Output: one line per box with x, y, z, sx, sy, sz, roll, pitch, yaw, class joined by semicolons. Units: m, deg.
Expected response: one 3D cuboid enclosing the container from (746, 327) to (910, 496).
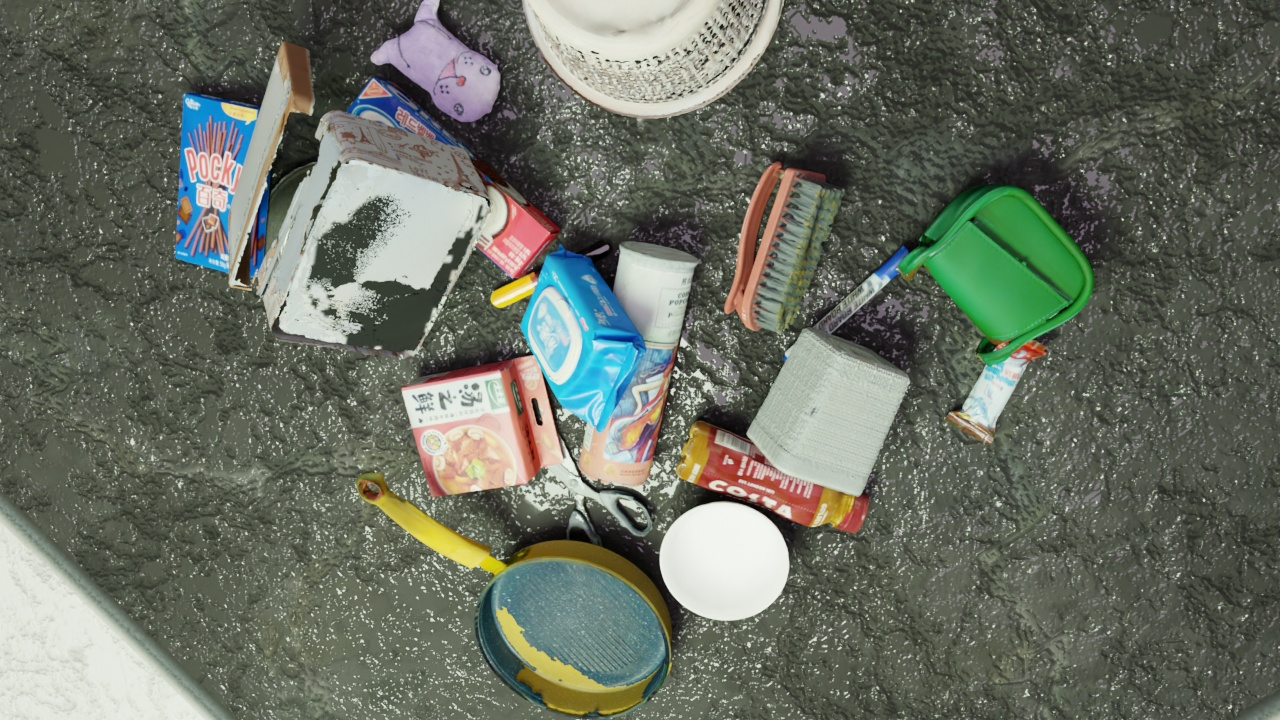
0.165;0.041;0.803;0.090;0.090;0.114;18;104;-21;container

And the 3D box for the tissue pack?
-0.054;-0.021;0.795;0.052;0.157;0.095;-1;132;-35;tissue pack

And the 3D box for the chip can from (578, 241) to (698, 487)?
-0.005;0.005;0.833;0.071;0.071;0.215;13;106;4;chip can

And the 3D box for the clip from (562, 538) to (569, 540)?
-0.054;0.195;0.903;0.057;0.015;0.049;19;113;3;clip

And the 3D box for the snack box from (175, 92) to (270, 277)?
-0.389;-0.162;0.856;0.084;0.026;0.157;15;106;16;snack box

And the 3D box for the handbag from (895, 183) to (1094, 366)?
0.297;-0.077;0.769;0.120;0.068;0.131;-42;95;12;handbag

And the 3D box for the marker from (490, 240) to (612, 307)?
-0.083;-0.080;0.851;0.124;0.015;0.018;-24;102;10;marker

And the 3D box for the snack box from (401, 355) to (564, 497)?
-0.150;0.063;0.877;0.127;0.044;0.113;-11;100;13;snack box

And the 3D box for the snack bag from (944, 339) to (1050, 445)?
0.317;0.022;0.818;0.048;0.026;0.104;31;105;14;snack bag

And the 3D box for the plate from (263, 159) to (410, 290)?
-0.284;-0.096;0.857;0.179;0.024;0.179;4;108;14;plate

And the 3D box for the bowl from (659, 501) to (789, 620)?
0.080;0.177;0.869;0.118;0.064;0.118;2;105;6;bowl

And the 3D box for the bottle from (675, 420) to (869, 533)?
0.123;0.111;0.850;0.175;0.057;0.057;21;106;2;bottle

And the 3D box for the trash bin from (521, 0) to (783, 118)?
-0.002;-0.301;0.692;0.227;0.191;0.228;2;104;7;trash bin

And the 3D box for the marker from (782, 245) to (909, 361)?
0.185;-0.047;0.822;0.017;0.016;0.146;45;105;-5;marker

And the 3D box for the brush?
0.118;-0.096;0.800;0.069;0.063;0.146;28;111;32;brush

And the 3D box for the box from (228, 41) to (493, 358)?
-0.250;-0.132;0.770;0.156;0.192;0.183;12;124;-38;box

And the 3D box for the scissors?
-0.061;0.127;0.902;0.159;0.014;0.170;11;105;5;scissors

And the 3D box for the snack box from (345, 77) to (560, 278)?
-0.170;-0.162;0.819;0.207;0.057;0.058;41;103;-4;snack box

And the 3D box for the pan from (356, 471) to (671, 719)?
-0.122;0.217;0.876;0.198;0.078;0.357;-39;101;25;pan

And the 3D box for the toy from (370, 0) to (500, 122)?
-0.169;-0.258;0.803;0.108;0.039;0.084;42;97;-3;toy
